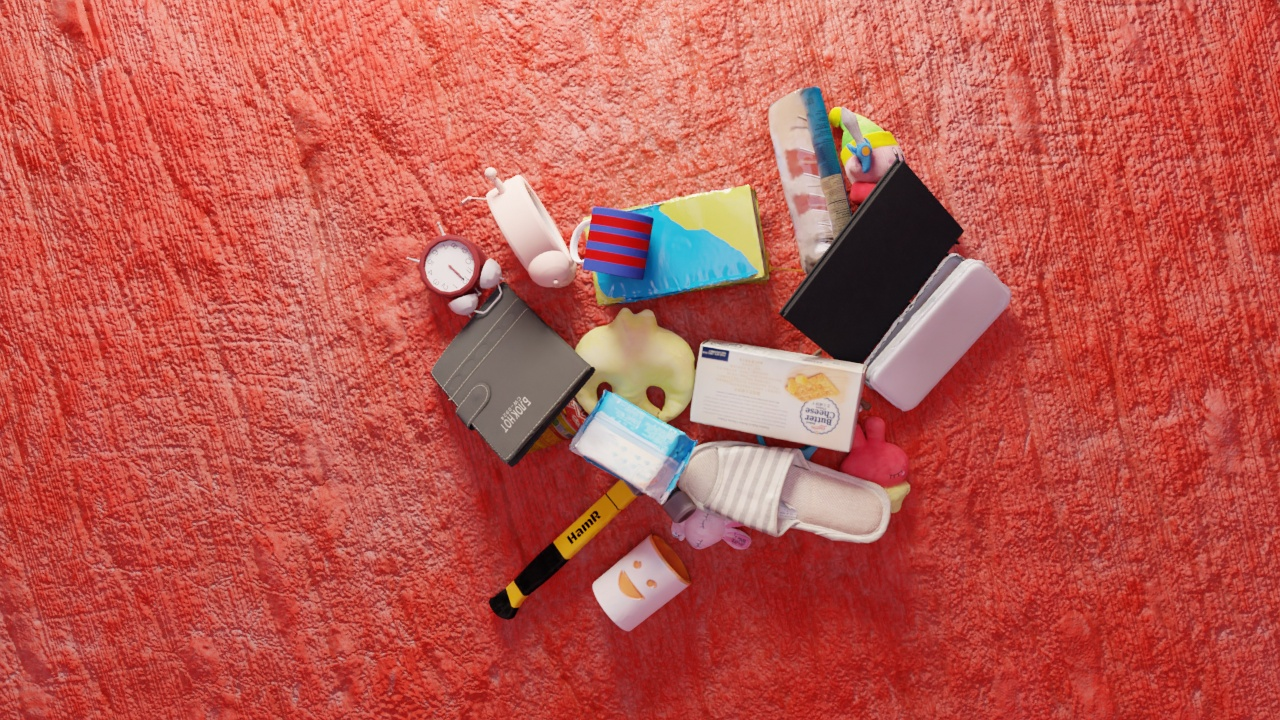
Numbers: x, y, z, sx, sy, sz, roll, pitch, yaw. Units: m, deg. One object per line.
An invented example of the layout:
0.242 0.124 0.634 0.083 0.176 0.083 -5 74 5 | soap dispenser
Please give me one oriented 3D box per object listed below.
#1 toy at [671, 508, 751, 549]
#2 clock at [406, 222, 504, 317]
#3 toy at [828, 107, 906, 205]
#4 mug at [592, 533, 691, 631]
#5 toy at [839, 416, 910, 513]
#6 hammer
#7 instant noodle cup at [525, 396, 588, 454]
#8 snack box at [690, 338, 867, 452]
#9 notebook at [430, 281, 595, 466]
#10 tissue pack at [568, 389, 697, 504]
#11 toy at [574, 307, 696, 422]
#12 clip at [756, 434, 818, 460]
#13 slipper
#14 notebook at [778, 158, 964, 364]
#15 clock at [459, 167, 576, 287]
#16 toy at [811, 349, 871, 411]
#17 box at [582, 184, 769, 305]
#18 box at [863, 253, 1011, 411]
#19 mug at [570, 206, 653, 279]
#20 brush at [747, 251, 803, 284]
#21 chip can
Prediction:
0.097 0.220 1.216 0.110 0.047 0.063 2 101 0 | toy
-0.238 -0.116 1.210 0.124 0.044 0.087 43 94 5 | clock
0.277 -0.258 1.152 0.097 0.124 0.131 0 98 43 | toy
0.002 0.292 1.207 0.105 0.082 0.082 -40 91 5 | mug
0.305 0.139 1.197 0.091 0.045 0.135 -12 99 2 | toy
-0.086 0.229 1.218 0.325 0.034 0.170 -45 67 12 | hammer
-0.140 0.076 1.200 0.112 0.100 0.100 -27 92 12 | instant noodle cup
0.174 0.042 1.167 0.208 0.057 0.104 10 101 16 | snack box
-0.172 0.015 1.172 0.169 0.029 0.209 -50 52 2 | notebook
-0.008 0.109 1.145 0.144 0.062 0.092 28 79 19 | tissue pack
-0.007 0.007 1.199 0.170 0.064 0.155 3 103 -1 | toy
0.210 0.119 1.214 0.120 0.033 0.118 45 91 0 | clip
0.184 0.169 1.170 0.273 0.054 0.114 11 78 7 | slipper
0.295 -0.110 1.148 0.169 0.019 0.231 33 96 -37 | notebook
-0.148 -0.158 1.161 0.086 0.131 0.160 -37 92 5 | clock
0.252 0.039 1.195 0.102 0.041 0.055 44 136 14 | toy
0.045 -0.143 1.168 0.221 0.079 0.124 -11 91 14 | box
0.376 -0.032 1.173 0.118 0.063 0.214 38 94 -16 | box
-0.041 -0.145 1.117 0.112 0.074 0.076 15 97 38 | mug
0.148 -0.121 1.203 0.126 0.017 0.048 4 94 3 | brush
0.219 -0.224 1.165 0.080 0.079 0.229 -14 92 4 | chip can
